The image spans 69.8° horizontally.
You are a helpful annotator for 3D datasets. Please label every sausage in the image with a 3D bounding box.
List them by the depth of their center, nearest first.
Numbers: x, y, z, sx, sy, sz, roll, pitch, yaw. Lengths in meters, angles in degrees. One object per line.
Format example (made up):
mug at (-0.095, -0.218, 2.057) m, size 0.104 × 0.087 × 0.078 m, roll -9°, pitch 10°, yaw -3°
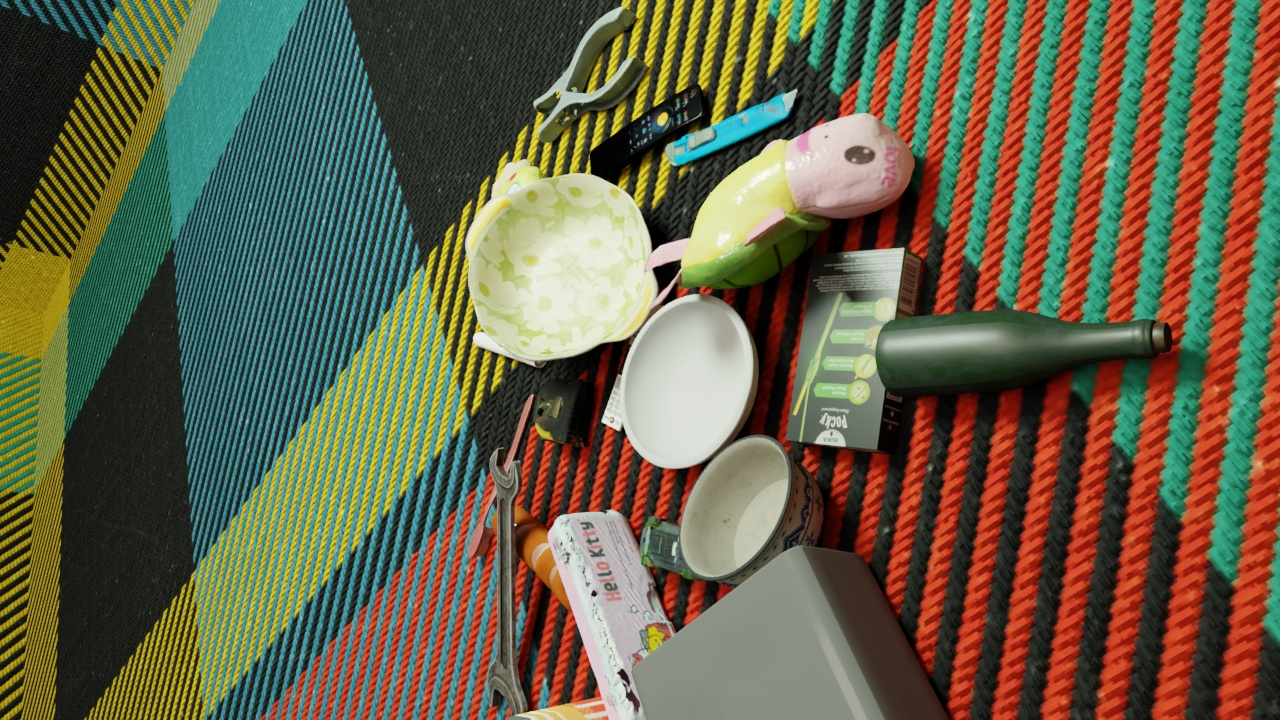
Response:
sausage at (-0.090, 0.188, 0.876) m, size 0.164 × 0.044 × 0.039 m, roll 31°, pitch 96°, yaw 47°

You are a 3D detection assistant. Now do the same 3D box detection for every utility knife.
utility knife at (0.079, -0.212, 0.842) m, size 0.159 × 0.015 × 0.031 m, roll -15°, pitch 72°, yaw 42°

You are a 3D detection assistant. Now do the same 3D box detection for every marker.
marker at (-0.149, -0.013, 1.018) m, size 0.134 × 0.020 × 0.017 m, roll 17°, pitch 94°, yaw 48°

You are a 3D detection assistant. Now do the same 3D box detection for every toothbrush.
toothbrush at (-0.145, 0.123, 0.980) m, size 0.015 × 0.015 × 0.184 m, roll 20°, pitch 90°, yaw 48°

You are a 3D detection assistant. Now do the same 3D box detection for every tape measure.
tape measure at (-0.079, 0.049, 0.912) m, size 0.063 × 0.038 × 0.067 m, roll 5°, pitch 82°, yaw 47°

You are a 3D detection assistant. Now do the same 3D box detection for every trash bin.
trash bin at (0.110, 0.267, 0.606) m, size 0.192 × 0.097 × 0.219 m, roll -45°, pitch 48°, yaw 28°

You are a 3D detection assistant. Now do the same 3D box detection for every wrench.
wrench at (-0.129, 0.221, 0.884) m, size 0.070 × 0.010 × 0.273 m, roll 6°, pitch 97°, yaw 52°

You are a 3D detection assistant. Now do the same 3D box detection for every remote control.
remote control at (-0.005, 0.005, 0.867) m, size 0.028 × 0.011 × 0.124 m, roll 23°, pitch 95°, yaw 47°
remote control at (0.005, -0.225, 0.921) m, size 0.152 × 0.020 × 0.041 m, roll -24°, pitch 61°, yaw 39°

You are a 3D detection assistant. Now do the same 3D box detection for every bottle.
bottle at (0.239, -0.007, 0.583) m, size 0.175 × 0.055 × 0.055 m, roll -5°, pitch 74°, yaw 44°

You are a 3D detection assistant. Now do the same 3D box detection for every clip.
clip at (-0.053, -0.283, 0.993) m, size 0.172 × 0.029 × 0.143 m, roll -42°, pitch 50°, yaw 31°

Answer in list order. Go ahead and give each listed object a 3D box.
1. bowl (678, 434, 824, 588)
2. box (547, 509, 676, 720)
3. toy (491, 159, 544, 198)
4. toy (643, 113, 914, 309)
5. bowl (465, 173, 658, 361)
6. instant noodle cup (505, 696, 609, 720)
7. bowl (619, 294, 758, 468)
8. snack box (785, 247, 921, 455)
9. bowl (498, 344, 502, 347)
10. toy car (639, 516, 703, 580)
bowl at (0.089, 0.120, 0.685) m, size 0.116 × 0.059 × 0.115 m, roll -41°, pitch 31°, yaw 31°
box at (-0.017, 0.212, 0.765) m, size 0.045 × 0.086 × 0.202 m, roll -54°, pitch 45°, yaw 33°
toy at (-0.143, -0.186, 1.047) m, size 0.092 × 0.046 × 0.115 m, roll -58°, pitch 37°, yaw 21°
toy at (0.099, -0.116, 0.732) m, size 0.239 × 0.088 × 0.189 m, roll -31°, pitch 18°, yaw 24°
bowl at (-0.071, -0.084, 0.898) m, size 0.219 × 0.060 × 0.188 m, roll 31°, pitch 86°, yaw 23°
instant noodle cup at (-0.050, 0.331, 0.734) m, size 0.124 × 0.121 × 0.123 m, roll -17°, pitch 66°, yaw 43°
bowl at (0.049, 0.021, 0.782) m, size 0.150 × 0.043 × 0.149 m, roll -17°, pitch 65°, yaw 42°
snack box at (0.159, -0.008, 0.688) m, size 0.080 × 0.025 × 0.147 m, roll 2°, pitch 80°, yaw 47°
bowl at (-0.117, -0.068, 0.990) m, size 0.122 × 0.035 × 0.121 m, roll -17°, pitch 67°, yaw 43°
toy car at (0.034, 0.156, 0.761) m, size 0.091 × 0.036 × 0.042 m, roll 2°, pitch 80°, yaw 46°
